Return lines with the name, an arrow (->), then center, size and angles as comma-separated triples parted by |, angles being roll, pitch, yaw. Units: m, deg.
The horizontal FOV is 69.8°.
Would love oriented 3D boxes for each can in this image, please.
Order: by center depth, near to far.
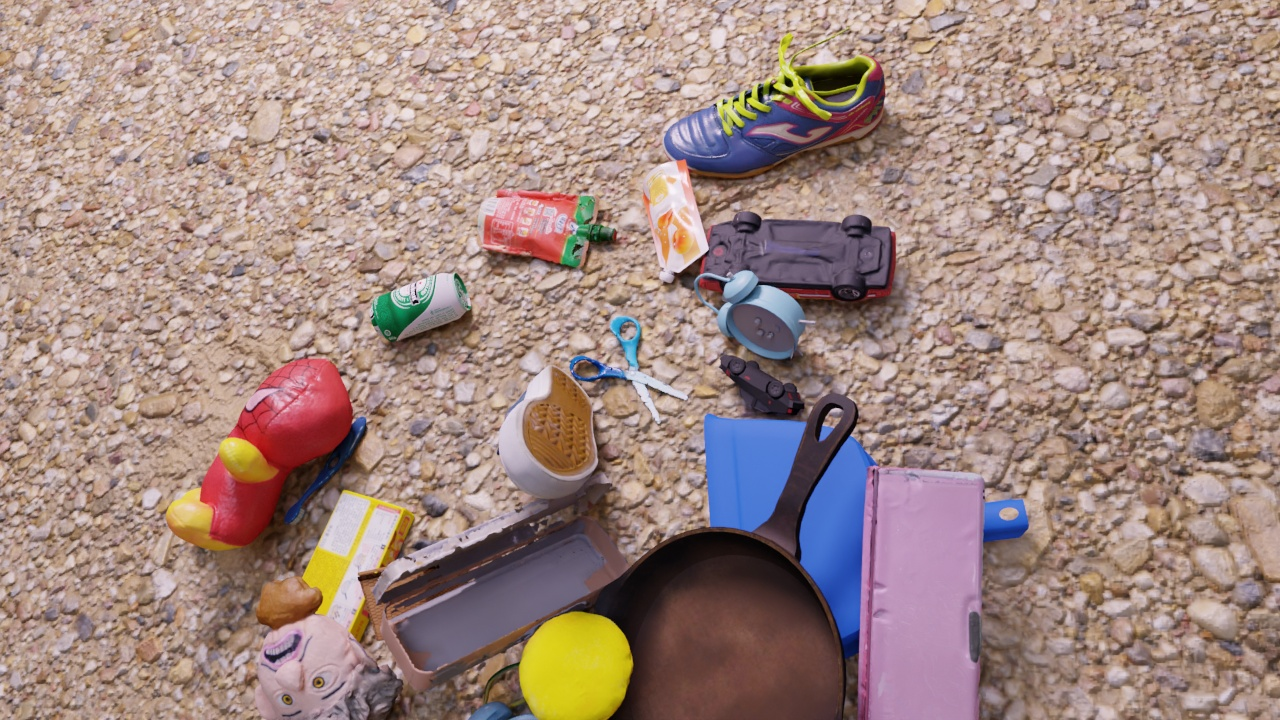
can -> -0.239, -0.058, 0.992 | 0.101, 0.053, 0.053 | -19, 62, 5

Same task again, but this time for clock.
clock -> -0.089, 0.334, 0.764 | 0.118, 0.060, 0.162 | -23, 58, 4
clock -> 0.104, -0.045, 0.881 | 0.123, 0.087, 0.041 | 29, 61, 13

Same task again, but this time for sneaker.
sneaker -> -0.092, 0.075, 0.824 | 0.079, 0.235, 0.087 | -44, 100, 11
sneaker -> 0.137, -0.272, 0.977 | 0.242, 0.091, 0.116 | -13, 65, 9

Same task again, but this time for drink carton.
drink carton -> 0.035, -0.146, 0.969 | 0.069, 0.038, 0.122 | -35, 54, 36

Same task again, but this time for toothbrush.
toothbrush -> -0.325, 0.114, 0.956 | 0.021, 0.016, 0.132 | 25, 71, 23

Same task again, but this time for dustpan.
dustpan -> 0.192, 0.144, 0.783 | 0.258, 0.059, 0.245 | -12, 62, 20

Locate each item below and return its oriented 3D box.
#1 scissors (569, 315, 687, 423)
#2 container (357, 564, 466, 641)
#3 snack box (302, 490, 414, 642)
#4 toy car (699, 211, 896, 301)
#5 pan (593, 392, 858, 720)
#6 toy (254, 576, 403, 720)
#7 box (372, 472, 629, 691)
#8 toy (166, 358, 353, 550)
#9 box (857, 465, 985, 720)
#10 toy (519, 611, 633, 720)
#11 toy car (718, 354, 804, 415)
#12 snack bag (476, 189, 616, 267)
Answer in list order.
scissors -> -0.017, 0.020, 0.924 | 0.103, 0.015, 0.133 | -28, 66, -4
container -> -0.199, 0.214, 0.826 | 0.063, 0.114, 0.061 | -13, 75, 8
snack box -> -0.286, 0.208, 0.894 | 0.075, 0.025, 0.152 | 13, 69, 20
toy car -> 0.155, -0.100, 0.909 | 0.189, 0.056, 0.081 | 3, 67, 18
pan -> 0.091, 0.192, 0.732 | 0.249, 0.043, 0.356 | 24, 86, 41
toy -> -0.288, 0.274, 0.810 | 0.133, 0.076, 0.176 | -26, 91, 4
box -> -0.108, 0.186, 0.772 | 0.215, 0.095, 0.107 | -19, 80, -36
toy -> -0.374, 0.091, 0.924 | 0.216, 0.099, 0.148 | -52, 21, -10
box -> 0.216, 0.199, 0.707 | 0.098, 0.046, 0.232 | 5, 84, -6
toy -> -0.053, 0.250, 0.744 | 0.094, 0.041, 0.095 | 29, 68, 22
toy car -> 0.112, 0.026, 0.871 | 0.092, 0.042, 0.036 | 33, 102, 26
snack bag -> -0.101, -0.149, 1.013 | 0.155, 0.044, 0.087 | 9, 73, 13
